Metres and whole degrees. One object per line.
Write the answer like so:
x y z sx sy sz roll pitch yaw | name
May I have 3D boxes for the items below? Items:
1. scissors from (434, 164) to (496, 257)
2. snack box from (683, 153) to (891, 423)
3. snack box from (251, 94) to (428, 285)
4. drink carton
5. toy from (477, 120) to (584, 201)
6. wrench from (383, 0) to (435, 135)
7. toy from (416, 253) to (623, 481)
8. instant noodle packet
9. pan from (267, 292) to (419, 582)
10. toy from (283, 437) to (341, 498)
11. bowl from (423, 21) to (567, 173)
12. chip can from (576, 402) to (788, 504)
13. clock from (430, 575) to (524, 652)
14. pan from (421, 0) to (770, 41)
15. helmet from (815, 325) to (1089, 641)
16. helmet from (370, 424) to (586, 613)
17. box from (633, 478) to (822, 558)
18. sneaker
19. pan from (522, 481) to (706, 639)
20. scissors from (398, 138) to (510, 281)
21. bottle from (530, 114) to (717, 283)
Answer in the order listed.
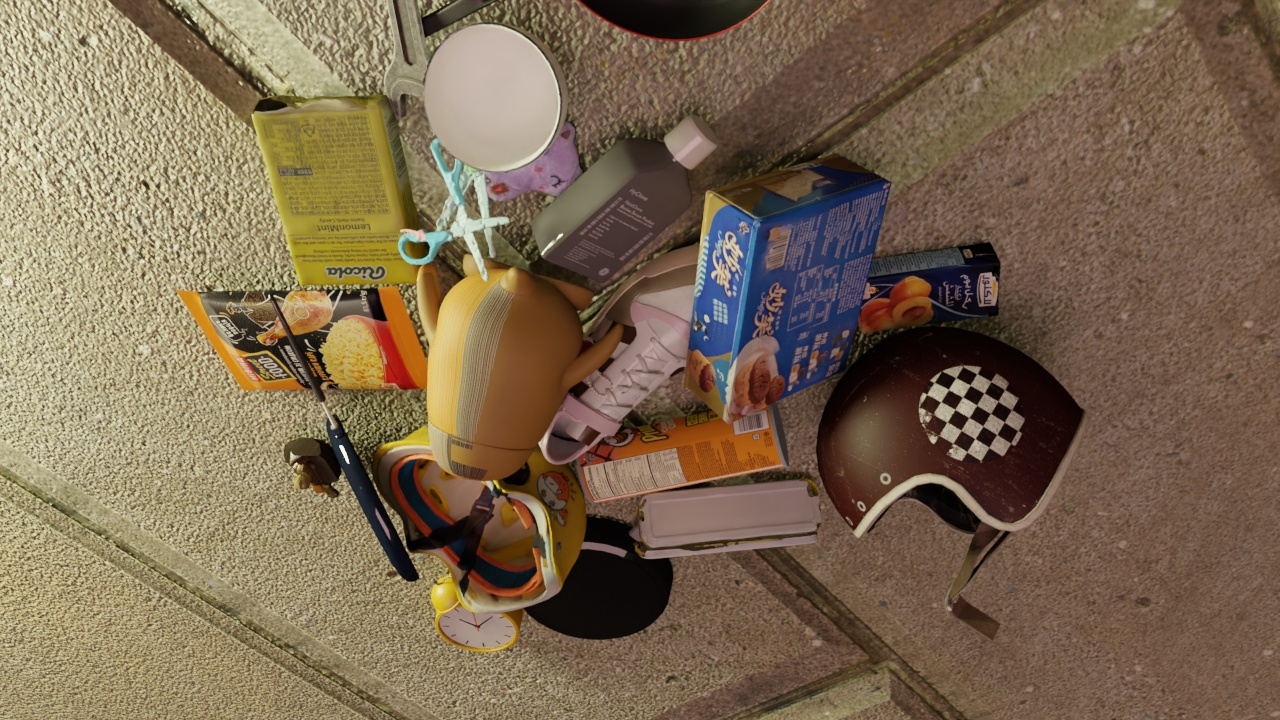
-0.136 -0.173 0.797 0.139 0.028 0.171 -1 111 13 | scissors
0.125 -0.063 0.812 0.154 0.069 0.203 -22 134 -30 | snack box
-0.271 -0.155 0.840 0.121 0.045 0.181 -1 124 4 | snack box
0.269 -0.069 0.863 0.130 0.040 0.064 -7 126 10 | drink carton
-0.101 -0.181 0.812 0.100 0.036 0.080 -8 115 11 | toy
-0.192 -0.311 0.718 0.070 0.010 0.274 13 126 24 | wrench
-0.131 0.014 0.862 0.198 0.162 0.203 16 94 3 | toy
-0.335 -0.018 0.942 0.221 0.032 0.160 0 141 5 | instant noodle packet
-0.308 0.085 0.944 0.021 0.199 0.357 -26 124 -18 | pan
-0.371 0.130 1.053 0.076 0.062 0.100 15 141 20 | toy
-0.110 -0.212 0.735 0.113 0.063 0.113 4 112 10 | bowl
0.044 0.098 0.983 0.215 0.075 0.075 -13 125 14 | chip can
-0.211 0.325 1.189 0.113 0.051 0.152 -1 130 5 | clock
-0.043 -0.318 0.686 0.357 0.067 0.209 -11 129 33 | pan
0.292 0.096 0.861 0.253 0.233 0.233 32 85 16 | helmet
-0.159 0.145 0.998 0.240 0.139 0.210 49 132 -6 | helmet
0.096 0.174 1.037 0.209 0.079 0.080 -5 93 -9 | box
-0.005 0.005 0.892 0.295 0.116 0.111 -37 116 27 | sneaker
-0.018 0.231 1.109 0.204 0.044 0.357 31 124 -18 | pan
-0.166 -0.131 0.798 0.135 0.015 0.135 -3 97 29 | scissors
-0.007 -0.145 0.805 0.174 0.046 0.083 -38 145 27 | bottle
